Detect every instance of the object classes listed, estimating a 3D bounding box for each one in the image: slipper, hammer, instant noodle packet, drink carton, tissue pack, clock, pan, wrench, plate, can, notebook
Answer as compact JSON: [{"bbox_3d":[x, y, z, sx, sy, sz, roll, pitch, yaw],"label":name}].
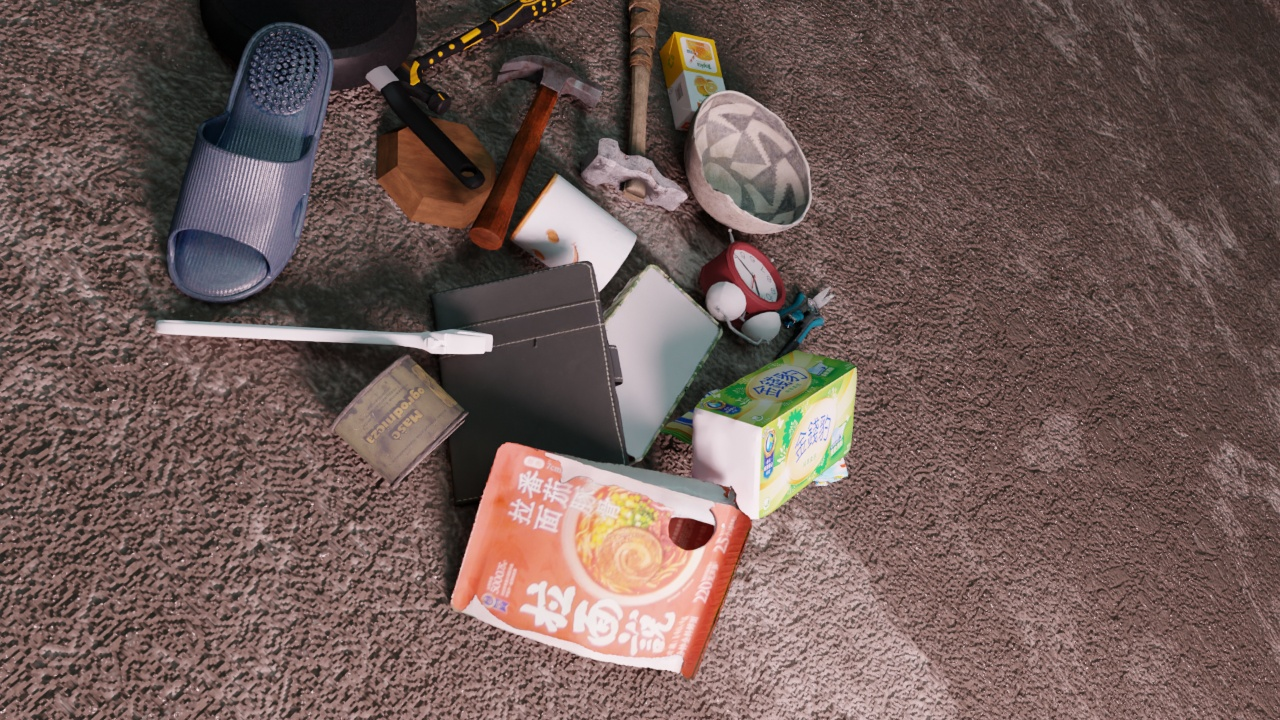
[{"bbox_3d":[-0.326,-0.176,0.781,0.101,0.083,0.263,18,79,-16],"label":"slipper"},{"bbox_3d":[-0.166,-0.374,1.019,0.123,0.036,0.319,38,53,9],"label":"hammer"},{"bbox_3d":[-0.037,0.167,0.795,0.221,0.084,0.164,17,103,-12],"label":"instant noodle packet"},{"bbox_3d":[0.000,-0.321,1.090,0.121,0.049,0.318,18,59,-27],"label":"hammer"},{"bbox_3d":[-0.120,-0.222,0.952,0.111,0.028,0.299,24,48,-12],"label":"hammer"},{"bbox_3d":[0.196,0.075,1.024,0.044,0.039,0.128,4,67,-28],"label":"drink carton"},{"bbox_3d":[0.068,-0.339,1.135,0.058,0.040,0.122,1,69,-29],"label":"drink carton"},{"bbox_3d":[0.110,0.063,0.928,0.197,0.141,0.120,-17,116,-49],"label":"tissue pack"},{"bbox_3d":[0.115,-0.076,1.023,0.096,0.048,0.137,30,42,-26],"label":"clock"},{"bbox_3d":[-0.271,-0.300,0.888,0.355,0.044,0.203,46,58,10],"label":"pan"},{"bbox_3d":[-0.263,-0.022,0.784,0.273,0.066,0.018,3,95,-16],"label":"wrench"},{"bbox_3d":[-0.201,-0.196,0.929,0.131,0.025,0.131,12,63,-25],"label":"plate"},{"bbox_3d":[-0.203,0.052,0.779,0.074,0.090,0.089,45,55,-4],"label":"can"},{"bbox_3d":[-0.102,0.018,0.845,0.169,0.029,0.209,-10,75,1],"label":"notebook"}]

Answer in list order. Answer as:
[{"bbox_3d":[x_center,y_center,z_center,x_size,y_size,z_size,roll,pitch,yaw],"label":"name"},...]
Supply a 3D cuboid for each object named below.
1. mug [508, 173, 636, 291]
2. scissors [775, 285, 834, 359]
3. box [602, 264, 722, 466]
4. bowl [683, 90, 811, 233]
[{"bbox_3d":[-0.069,-0.128,0.939,0.105,0.082,0.082,35,56,-13],"label":"mug"},{"bbox_3d":[0.185,-0.052,1.087,0.144,0.019,0.126,11,63,-27],"label":"scissors"},{"bbox_3d":[-0.006,0.005,0.937,0.117,0.050,0.205,41,56,-12],"label":"box"},{"bbox_3d":[0.112,-0.221,1.081,0.178,0.081,0.178,15,63,-31],"label":"bowl"}]
